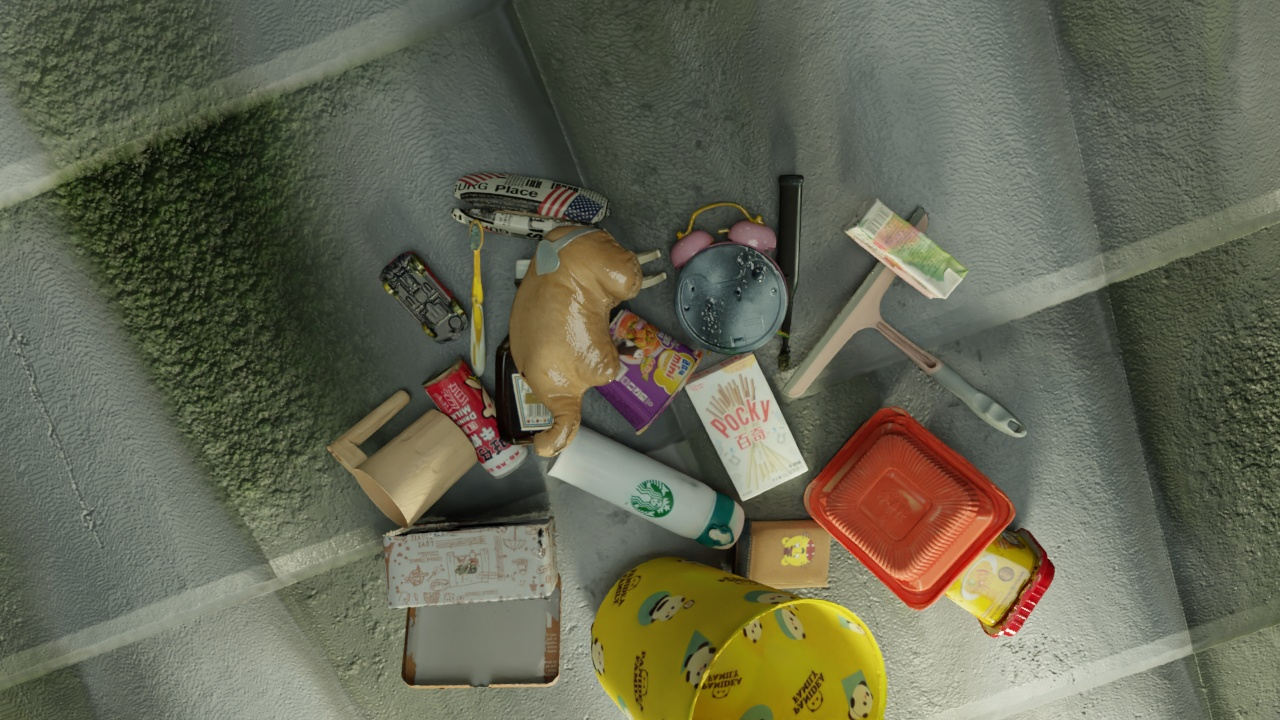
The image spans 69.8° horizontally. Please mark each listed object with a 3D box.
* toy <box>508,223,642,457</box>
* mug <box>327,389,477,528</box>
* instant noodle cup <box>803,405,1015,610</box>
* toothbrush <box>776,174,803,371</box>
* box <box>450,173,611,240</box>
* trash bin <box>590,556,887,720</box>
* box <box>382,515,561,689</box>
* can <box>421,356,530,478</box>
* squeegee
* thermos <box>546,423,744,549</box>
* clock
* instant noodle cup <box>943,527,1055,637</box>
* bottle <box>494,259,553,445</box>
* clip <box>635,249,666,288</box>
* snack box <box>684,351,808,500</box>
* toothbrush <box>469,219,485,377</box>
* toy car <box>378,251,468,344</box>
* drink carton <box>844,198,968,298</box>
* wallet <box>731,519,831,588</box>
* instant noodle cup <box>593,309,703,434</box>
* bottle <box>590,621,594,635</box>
[{"bbox_3d":[-0.075,-0.022,0.903,0.082,0.143,0.226,4,106,-45],"label":"toy"},{"bbox_3d":[-0.253,0.101,0.985,0.124,0.084,0.103,41,61,11],"label":"mug"},{"bbox_3d":[0.282,0.156,0.997,0.189,0.079,0.165,42,101,26],"label":"instant noodle cup"},{"bbox_3d":[0.158,-0.091,0.988,0.026,0.027,0.213,7,107,24],"label":"toothbrush"},{"bbox_3d":[-0.110,-0.164,0.939,0.163,0.075,0.081,10,96,-2],"label":"box"},{"bbox_3d":[0.083,0.326,0.957,0.229,0.256,0.229,-2,94,-27],"label":"trash bin"},{"bbox_3d":[-0.181,0.275,1.008,0.183,0.156,0.192,-4,83,0],"label":"box"},{"bbox_3d":[-0.179,0.064,1.005,0.053,0.053,0.133,-33,104,7],"label":"can"},{"bbox_3d":[0.322,0.006,1.011,0.249,0.040,0.248,37,93,-4],"label":"squeegee"},{"bbox_3d":[0.009,0.144,1.025,0.224,0.073,0.073,26,103,-9],"label":"thermos"},{"bbox_3d":[0.093,-0.087,0.961,0.117,0.059,0.158,-11,103,16],"label":"clock"},{"bbox_3d":[0.383,0.232,1.049,0.123,0.116,0.116,29,103,2],"label":"instant noodle cup"},{"bbox_3d":[-0.115,-0.009,0.978,0.079,0.044,0.195,-2,95,-31],"label":"bottle"},{"bbox_3d":[-0.021,-0.089,0.974,0.097,0.061,0.034,-17,106,-9],"label":"clip"},{"bbox_3d":[0.119,0.074,1.033,0.085,0.027,0.157,-26,106,5],"label":"snack box"},{"bbox_3d":[-0.172,-0.059,0.962,0.016,0.018,0.192,6,124,-1],"label":"toothbrush"},{"bbox_3d":[-0.228,-0.066,0.979,0.049,0.031,0.106,-39,102,9],"label":"toy car"},{"bbox_3d":[0.274,-0.113,0.952,0.122,0.053,0.045,38,94,-4],"label":"drink carton"},{"bbox_3d":[0.165,0.229,1.077,0.115,0.033,0.090,-1,105,-5],"label":"wallet"},{"bbox_3d":[-0.006,0.006,0.974,0.099,0.111,0.112,39,101,-2],"label":"instant noodle cup"},{"bbox_3d":[0.007,0.391,1.102,0.060,0.059,0.206,-25,106,5],"label":"bottle"}]
